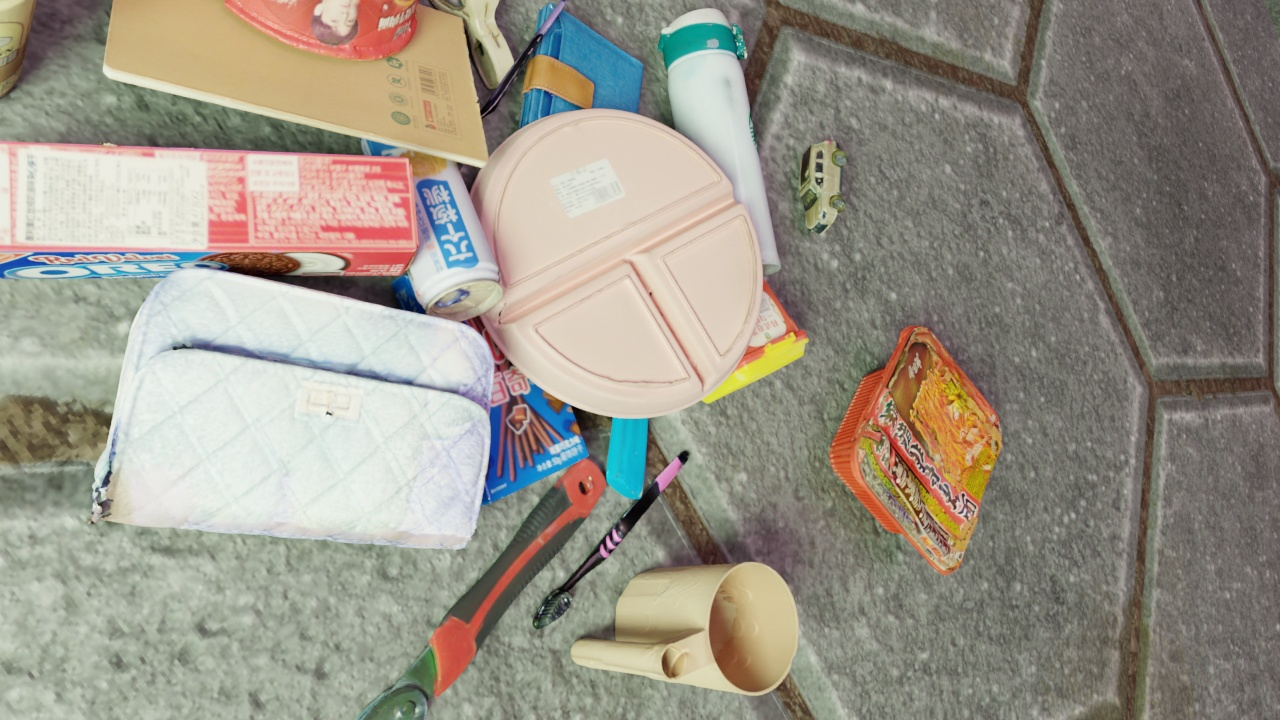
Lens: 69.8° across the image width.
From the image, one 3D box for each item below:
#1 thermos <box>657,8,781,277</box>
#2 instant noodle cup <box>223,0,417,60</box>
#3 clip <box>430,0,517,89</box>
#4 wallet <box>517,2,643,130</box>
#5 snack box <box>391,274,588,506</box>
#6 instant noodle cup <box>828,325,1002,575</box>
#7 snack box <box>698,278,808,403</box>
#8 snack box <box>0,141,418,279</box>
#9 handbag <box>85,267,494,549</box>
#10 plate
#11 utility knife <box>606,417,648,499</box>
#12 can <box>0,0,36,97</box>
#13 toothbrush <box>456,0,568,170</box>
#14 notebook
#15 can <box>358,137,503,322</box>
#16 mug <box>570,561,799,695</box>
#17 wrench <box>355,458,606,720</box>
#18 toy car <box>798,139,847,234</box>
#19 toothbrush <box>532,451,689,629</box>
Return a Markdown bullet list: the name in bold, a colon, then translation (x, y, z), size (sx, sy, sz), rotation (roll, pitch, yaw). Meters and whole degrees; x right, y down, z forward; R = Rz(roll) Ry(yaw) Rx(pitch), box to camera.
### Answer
- **thermos**: translation (0.067, -0.179, 0.764), size (0.073, 0.073, 0.224), rotation (-4, 82, -39)
- **instant noodle cup**: translation (-0.179, -0.262, 0.534), size (0.137, 0.109, 0.137), rotation (20, 45, -22)
- **clip**: translation (-0.111, -0.252, 0.643), size (0.034, 0.093, 0.103), rotation (-33, 89, -39)
- **wallet**: translation (-0.045, -0.192, 0.701), size (0.106, 0.040, 0.133), rotation (22, 66, -38)
- **snack box**: translation (-0.099, 0.008, 0.614), size (0.084, 0.026, 0.157), rotation (-22, 93, -39)
- **instant noodle cup**: translation (0.248, 0.079, 0.839), size (0.164, 0.079, 0.188), rotation (48, 56, -20)
- **snack box**: translation (0.074, -0.021, 0.727), size (0.091, 0.082, 0.080), rotation (-22, 83, -40)
- **snack box**: translation (-0.227, -0.077, 0.484), size (0.207, 0.057, 0.058), rotation (-3, 82, -24)
- **handbag**: translation (-0.180, 0.030, 0.502), size (0.193, 0.076, 0.134), rotation (11, 81, -29)
- **plate**: translation (-0.009, -0.074, 0.640), size (0.229, 0.028, 0.229), rotation (7, 73, -23)
- **utility knife**: translation (-0.004, 0.004, 0.696), size (0.034, 0.018, 0.198), rotation (24, 64, -45)
- **can**: translation (-0.317, -0.167, 0.426), size (0.058, 0.117, 0.058), rotation (11, 72, -36)
- **toothbrush**: translation (-0.095, -0.195, 0.652), size (0.017, 0.014, 0.188), rotation (43, 70, -35)
- **notebook**: translation (-0.197, -0.191, 0.550), size (0.207, 0.008, 0.147), rotation (7, 51, -31)
- **can**: translation (-0.131, -0.093, 0.573), size (0.053, 0.053, 0.134), rotation (-9, 68, -39)
- **mug**: translation (0.028, 0.186, 0.622), size (0.124, 0.104, 0.084), rotation (-9, 85, -39)
- **wrench**: translation (-0.101, 0.165, 0.582), size (0.056, 0.016, 0.272), rotation (49, 54, -19)
- **toy car**: translation (0.169, -0.161, 0.859), size (0.035, 0.042, 0.090), rotation (11, 66, -13)
- **toothbrush**: translation (-0.014, 0.124, 0.661), size (0.188, 0.018, 0.014), rotation (-44, 105, -38)
